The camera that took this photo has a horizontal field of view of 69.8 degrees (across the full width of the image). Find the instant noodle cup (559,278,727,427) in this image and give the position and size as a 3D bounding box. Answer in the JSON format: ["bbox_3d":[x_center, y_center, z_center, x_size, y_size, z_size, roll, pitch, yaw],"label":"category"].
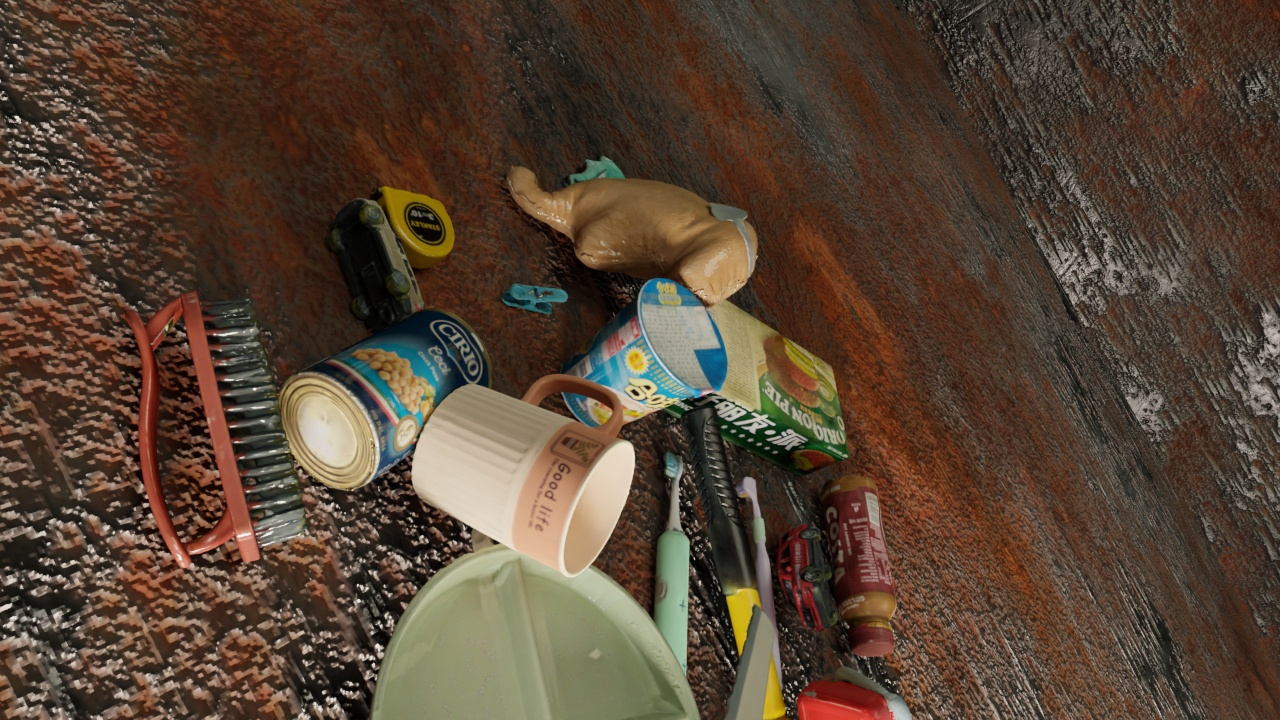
[{"bbox_3d":[-0.004,0.004,0.722,0.099,0.110,0.099,31,43,-34],"label":"instant noodle cup"}]

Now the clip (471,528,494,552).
[{"bbox_3d":[-0.085,0.152,0.579,0.064,0.034,0.098,28,42,-37],"label":"clip"}]

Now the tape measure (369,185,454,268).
[{"bbox_3d":[-0.165,-0.094,0.663,0.060,0.029,0.057,3,62,-51],"label":"tape measure"}]

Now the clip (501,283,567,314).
[{"bbox_3d":[-0.086,-0.050,0.738,0.056,0.041,0.014,7,58,-46],"label":"clip"}]

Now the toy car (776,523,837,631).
[{"bbox_3d":[0.145,0.191,0.808,0.120,0.045,0.053,-73,144,-72],"label":"toy car"}]

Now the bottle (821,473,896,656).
[{"bbox_3d":[0.216,0.200,0.904,0.057,0.058,0.174,32,43,-35],"label":"bottle"}]

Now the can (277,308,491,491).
[{"bbox_3d":[-0.152,0.021,0.553,0.075,0.075,0.110,57,35,-4],"label":"can"}]

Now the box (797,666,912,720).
[{"bbox_3d":[0.181,0.333,0.684,0.067,0.091,0.201,-14,95,-42],"label":"box"}]

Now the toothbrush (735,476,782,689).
[{"bbox_3d":[0.105,0.193,0.802,0.029,0.021,0.188,67,16,-58],"label":"toothbrush"}]

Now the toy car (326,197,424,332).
[{"bbox_3d":[-0.177,-0.065,0.616,0.035,0.042,0.090,-9,73,-64],"label":"toy car"}]

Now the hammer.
[{"bbox_3d":[0.080,0.183,0.734,0.128,0.033,0.300,3,68,-45],"label":"hammer"}]

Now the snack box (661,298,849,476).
[{"bbox_3d":[0.106,0.021,0.892,0.240,0.063,0.114,27,46,-39],"label":"snack box"}]

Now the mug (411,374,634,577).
[{"bbox_3d":[-0.062,0.056,0.549,0.114,0.106,0.082,-58,158,-28],"label":"mug"}]

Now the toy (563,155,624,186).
[{"bbox_3d":[-0.029,-0.160,0.887,0.096,0.030,0.092,-18,75,-48],"label":"toy"}]

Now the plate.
[{"bbox_3d":[-0.050,0.214,0.509,0.230,0.028,0.229,30,40,-29],"label":"plate"}]

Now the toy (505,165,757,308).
[{"bbox_3d":[-0.006,-0.118,0.803,0.226,0.083,0.143,23,29,13],"label":"toy"}]

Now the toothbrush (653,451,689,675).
[{"bbox_3d":[0.025,0.166,0.712,0.027,0.027,0.224,33,42,-29],"label":"toothbrush"}]

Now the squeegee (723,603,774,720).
[{"bbox_3d":[0.106,0.338,0.612,0.245,0.039,0.247,-56,130,-61],"label":"squeegee"}]

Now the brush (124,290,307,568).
[{"bbox_3d":[-0.223,0.030,0.475,0.069,0.063,0.145,-13,73,-24],"label":"brush"}]
